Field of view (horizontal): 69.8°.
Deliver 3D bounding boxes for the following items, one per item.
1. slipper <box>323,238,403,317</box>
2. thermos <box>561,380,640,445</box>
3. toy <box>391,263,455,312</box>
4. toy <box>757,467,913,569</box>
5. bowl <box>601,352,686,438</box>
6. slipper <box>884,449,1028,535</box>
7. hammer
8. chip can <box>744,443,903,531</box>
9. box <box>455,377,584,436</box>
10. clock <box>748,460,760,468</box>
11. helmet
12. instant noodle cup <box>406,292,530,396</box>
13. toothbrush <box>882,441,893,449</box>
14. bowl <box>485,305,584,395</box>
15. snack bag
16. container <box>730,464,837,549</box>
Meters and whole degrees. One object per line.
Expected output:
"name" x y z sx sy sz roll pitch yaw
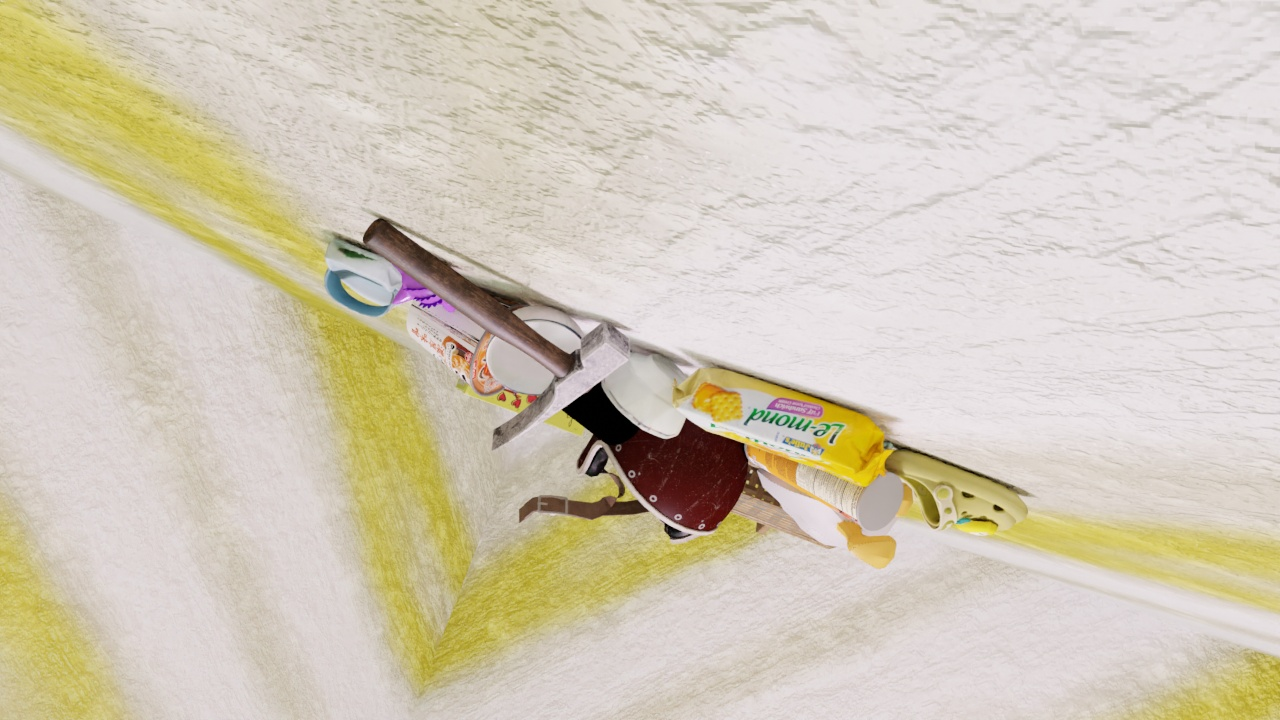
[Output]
"slipper" -0.375 -0.103 1.227 0.104 0.074 0.246 22 172 -6
"thermos" -0.086 0.027 1.223 0.199 0.086 0.086 33 -178 37
"toy" -0.240 -0.085 1.032 0.088 0.055 0.106 2 143 40
"toy" 0.284 0.186 1.307 0.246 0.141 0.267 14 -171 -13
"bowl" 0.017 0.032 1.096 0.117 0.061 0.117 34 -159 -15
"slipper" 0.378 0.170 1.121 0.190 0.081 0.092 24 171 -4
"hammer" -0.188 -0.030 0.982 0.218 0.037 0.300 -36 125 26
"chip can" 0.228 0.138 1.172 0.075 0.075 0.215 26 -179 -37
"box" -0.184 0.035 1.550 0.221 0.124 0.082 25 175 -22
"clock" 0.135 0.123 1.444 0.117 0.081 0.159 26 171 -39
"helmet" 0.021 0.151 1.294 0.233 0.233 0.254 38 129 -14
"instant noodle cup" -0.212 -0.038 1.124 0.122 0.123 0.123 28 176 21
"toothbrush" 0.278 0.108 1.189 0.016 0.016 0.181 22 172 -12
"bowl" -0.118 -0.021 1.063 0.118 0.118 0.062 24 -143 -24
"snack bag" 0.166 0.073 1.033 0.247 0.068 0.159 18 172 20
"container" 0.242 0.216 1.576 0.250 0.157 0.187 21 162 1
